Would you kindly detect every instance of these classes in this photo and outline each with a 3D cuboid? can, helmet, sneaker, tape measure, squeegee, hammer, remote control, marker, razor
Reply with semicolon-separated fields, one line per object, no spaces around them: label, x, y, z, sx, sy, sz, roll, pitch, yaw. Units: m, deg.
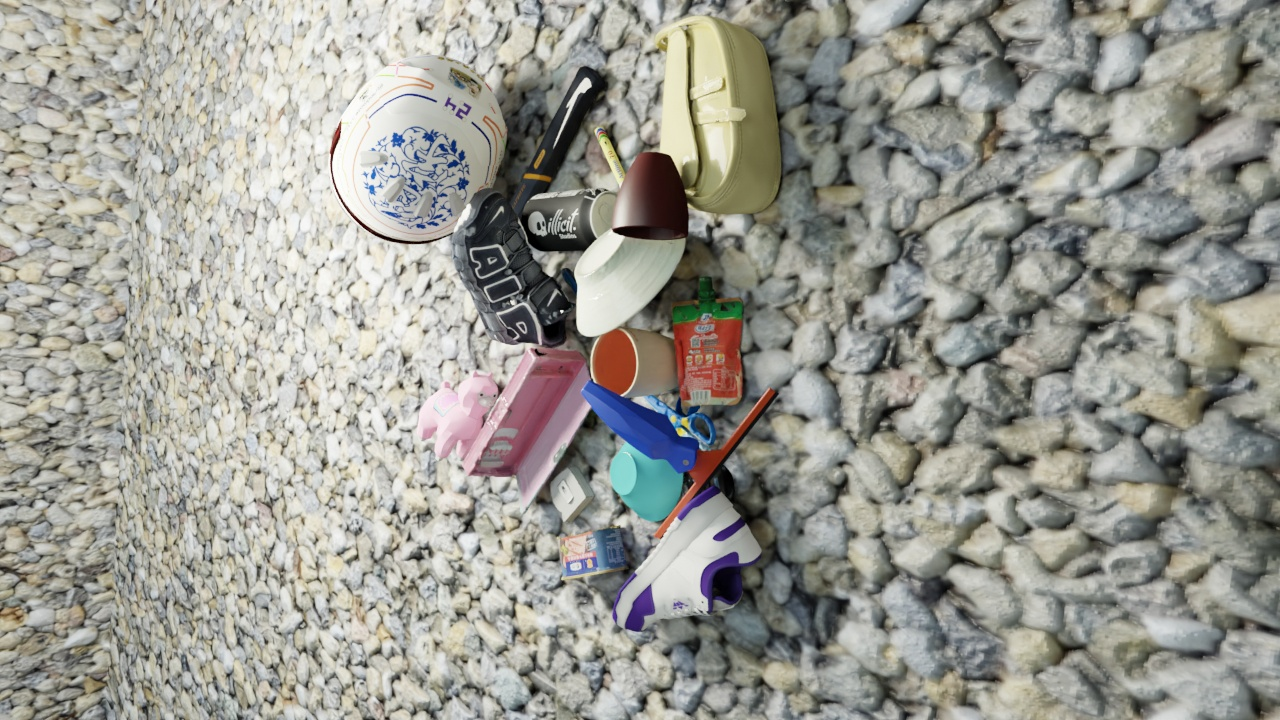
can;-0.088;-0.187;1.226;0.146;0.080;0.080;5;93;45
can;-0.065;0.256;1.220;0.100;0.053;0.059;-22;73;41
helmet;-0.331;-0.290;1.344;0.315;0.231;0.235;-53;27;20
sneaker;0.061;0.263;1.085;0.111;0.091;0.245;44;127;18
tape measure;-0.098;0.184;1.275;0.060;0.020;0.062;-51;57;31
squeegee;0.011;0.082;1.060;0.185;0.055;0.250;34;117;0
hammer;-0.137;-0.271;1.309;0.139;0.035;0.313;54;123;32
remote control;0.059;0.163;1.125;0.141;0.021;0.045;-23;70;46
marker;-0.031;-0.256;1.219;0.014;0.014;0.132;-40;63;36
razor;-0.073;-0.077;1.255;0.141;0.018;0.044;59;150;30
sneaker;-0.156;-0.107;1.232;0.151;0.097;0.253;20;141;28

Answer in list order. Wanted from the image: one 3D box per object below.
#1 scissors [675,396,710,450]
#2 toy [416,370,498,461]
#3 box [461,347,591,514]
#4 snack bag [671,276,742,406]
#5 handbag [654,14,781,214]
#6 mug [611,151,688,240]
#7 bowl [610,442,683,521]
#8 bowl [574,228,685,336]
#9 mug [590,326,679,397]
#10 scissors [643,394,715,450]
scissors;0.043;0.089;1.148;0.131;0.014;0.115;0;93;48
toy;-0.280;0.077;1.422;0.123;0.067;0.158;39;112;38
box;-0.146;0.102;1.272;0.233;0.099;0.112;-56;50;26
snack bag;0.080;-0.023;1.088;0.087;0.044;0.155;-4;88;19
handbag;0.075;-0.288;1.069;0.191;0.088;0.233;5;94;47
mug;0.011;-0.187;1.050;0.114;0.087;0.088;174;99;-78
bowl;-0.004;0.141;1.149;0.121;0.046;0.121;-7;81;51
bowl;-0.030;-0.114;1.119;0.177;0.058;0.176;-36;27;21
mug;-0.007;0.007;1.131;0.112;0.104;0.085;-17;77;43
scissors;0.044;0.073;1.125;0.126;0.023;0.061;42;121;41
